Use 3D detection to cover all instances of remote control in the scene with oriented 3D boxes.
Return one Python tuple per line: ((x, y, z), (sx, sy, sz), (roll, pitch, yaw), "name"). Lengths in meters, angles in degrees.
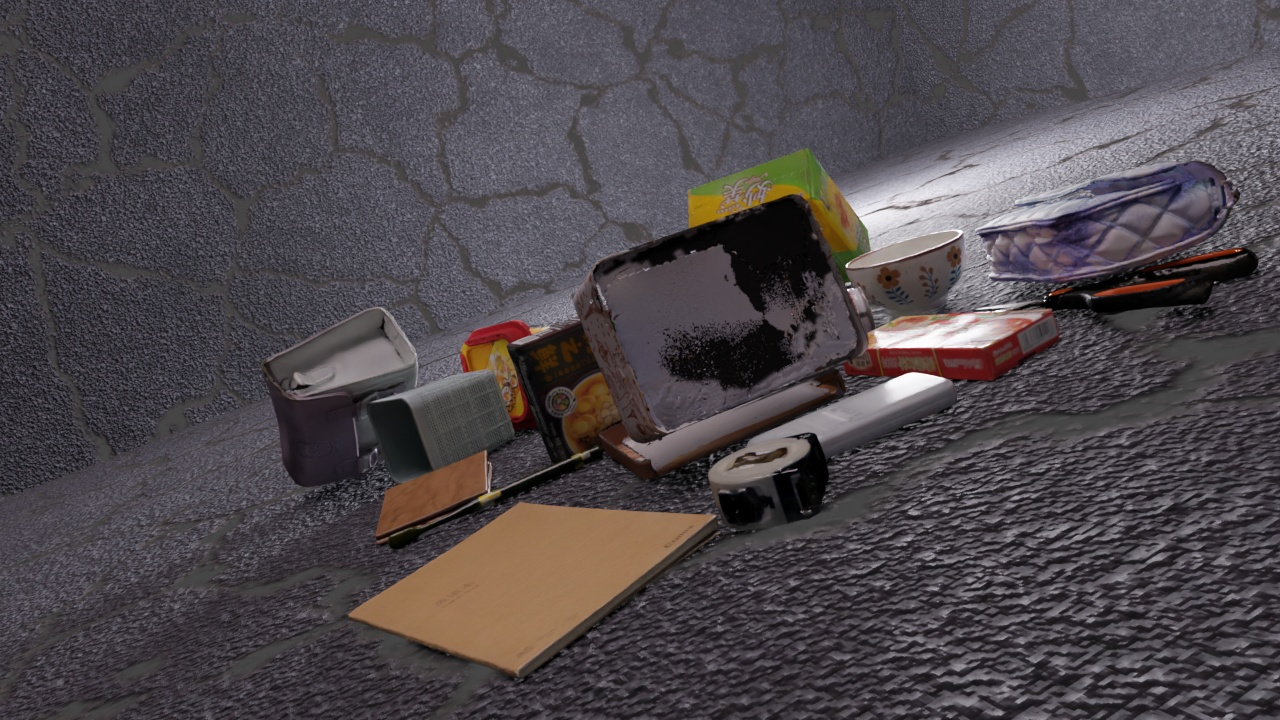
((0.138, 0.041, 0.601), (0.136, 0.020, 0.056), (-21, 11, -11), "remote control")

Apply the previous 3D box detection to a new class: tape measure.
((0.074, 0.071, 0.532), (0.066, 0.033, 0.065), (-16, 9, 18), "tape measure")

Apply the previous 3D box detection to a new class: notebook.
((-0.072, 0.130, 0.560), (0.149, 0.012, 0.212), (-29, 14, -37), "notebook")

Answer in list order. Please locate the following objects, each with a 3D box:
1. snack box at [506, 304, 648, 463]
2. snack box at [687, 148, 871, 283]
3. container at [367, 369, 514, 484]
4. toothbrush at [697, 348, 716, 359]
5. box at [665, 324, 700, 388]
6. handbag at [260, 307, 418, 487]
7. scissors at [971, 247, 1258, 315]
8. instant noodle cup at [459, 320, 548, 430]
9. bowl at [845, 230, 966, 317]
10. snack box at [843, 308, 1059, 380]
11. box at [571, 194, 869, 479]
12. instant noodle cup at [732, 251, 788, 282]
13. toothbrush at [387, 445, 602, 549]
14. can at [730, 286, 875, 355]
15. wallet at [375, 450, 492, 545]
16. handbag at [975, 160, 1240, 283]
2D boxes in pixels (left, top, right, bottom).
((-0.039, 0.016, 0.804), (0.125, 0.113, 0.053), (-23, 12, -17), "snack box")
((0.173, -0.153, 1.110), (0.158, 0.070, 0.210), (-15, -28, 28), "snack box")
((-0.200, 0.064, 0.938), (0.090, 0.090, 0.111), (-8, 13, 47), "container")
((0.046, -0.013, 1.081), (0.016, 0.016, 0.180), (-14, 8, -21), "toothbrush")
((-0.006, 0.006, 0.963), (0.090, 0.060, 0.183), (-13, 10, 31), "box")
((-0.322, 0.051, 0.998), (0.144, 0.098, 0.197), (-24, -24, -29), "handbag")
((0.347, -0.048, 0.696), (0.210, 0.021, 0.221), (-17, 4, -2), "scissors")
((-0.116, 0.012, 1.017), (0.116, 0.116, 0.123), (-11, 2, 44), "instant noodle cup")
((0.261, -0.080, 0.887), (0.113, 0.062, 0.113), (-18, 11, 4), "bowl")
((0.228, -0.012, 0.694), (0.075, 0.025, 0.153), (-24, 11, -24), "snack box")
((0.050, -0.007, 0.716), (0.183, 0.156, 0.194), (-20, -4, -16), "box")
((0.123, -0.077, 1.009), (0.114, 0.118, 0.118), (-27, 9, 6), "instant noodle cup")
((-0.116, 0.110, 0.747), (0.185, 0.012, 0.017), (-23, 3, -15), "toothbrush")
((0.143, -0.023, 0.836), (0.133, 0.053, 0.053), (-19, 10, 7), "can")
((-0.179, 0.119, 0.803), (0.101, 0.020, 0.115), (-22, 13, -6), "wallet")
((0.377, -0.115, 0.774), (0.134, 0.075, 0.194), (-17, 5, 0), "handbag")
